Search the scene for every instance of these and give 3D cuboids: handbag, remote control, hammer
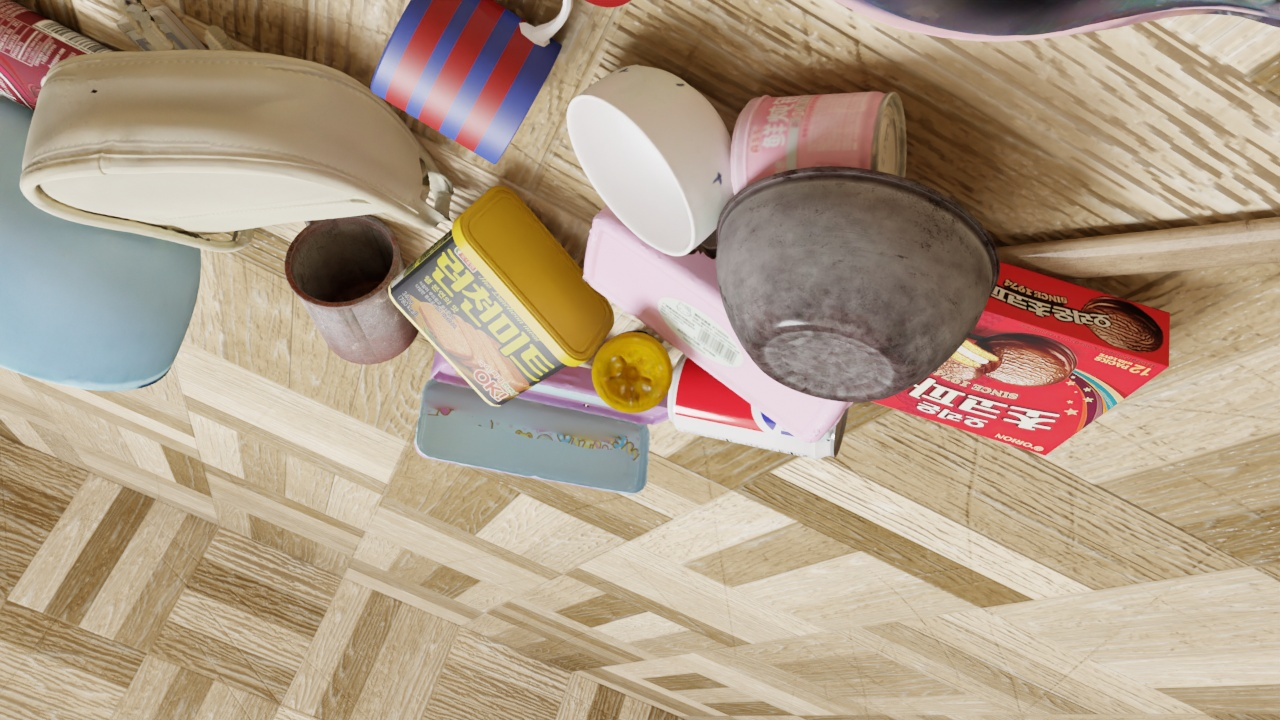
[{"bbox_3d":[-0.265,-0.150,0.620,0.229,0.131,0.184,-1,165,20],"label":"handbag"},{"bbox_3d":[-0.304,-0.191,0.655,0.050,0.011,0.136,3,148,31],"label":"remote control"},{"bbox_3d":[0.201,-0.058,0.541,0.332,0.030,0.119,-4,145,35],"label":"hammer"}]

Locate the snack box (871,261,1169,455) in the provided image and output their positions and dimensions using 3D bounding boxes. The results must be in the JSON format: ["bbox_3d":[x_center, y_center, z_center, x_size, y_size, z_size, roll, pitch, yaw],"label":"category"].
[{"bbox_3d":[0.209,-0.004,0.562,0.152,0.035,0.133,17,152,2],"label":"snack box"}]

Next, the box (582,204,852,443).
[{"bbox_3d":[0.048,-0.013,0.619,0.201,0.058,0.156,37,160,14],"label":"box"}]

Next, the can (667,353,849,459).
[{"bbox_3d":[0.093,0.033,0.724,0.132,0.070,0.070,10,151,20],"label":"can"}]

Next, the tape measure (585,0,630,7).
[{"bbox_3d":[-0.017,-0.195,0.435,0.051,0.019,0.059,38,148,-30],"label":"tape measure"}]

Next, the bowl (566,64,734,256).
[{"bbox_3d":[0.012,-0.114,0.505,0.105,0.054,0.105,46,165,15],"label":"bowl"}]

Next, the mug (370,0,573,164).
[{"bbox_3d":[-0.084,-0.170,0.486,0.076,0.074,0.112,29,127,-16],"label":"mug"}]

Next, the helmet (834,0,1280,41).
[{"bbox_3d":[0.119,-0.195,0.195,0.230,0.152,0.256,22,155,-9],"label":"helmet"}]

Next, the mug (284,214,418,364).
[{"bbox_3d":[-0.246,-0.068,0.774,0.123,0.096,0.110,51,158,21],"label":"mug"}]

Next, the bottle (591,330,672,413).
[{"bbox_3d":[-0.004,0.004,0.681,0.053,0.053,0.186,21,-177,0],"label":"bottle"}]

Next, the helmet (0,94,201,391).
[{"bbox_3d":[-0.448,-0.099,0.702,0.265,0.167,0.225,48,-162,24],"label":"helmet"}]

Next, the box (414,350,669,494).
[{"bbox_3d":[-0.079,0.055,0.788,0.214,0.092,0.090,13,163,-20],"label":"box"}]

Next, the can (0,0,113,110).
[{"bbox_3d":[-0.423,-0.209,0.648,0.114,0.063,0.063,26,153,-10],"label":"can"}]

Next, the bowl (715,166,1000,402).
[{"bbox_3d":[0.102,-0.025,0.467,0.145,0.067,0.145,15,155,7],"label":"bowl"}]

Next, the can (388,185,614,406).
[{"bbox_3d":[-0.102,-0.042,0.665,0.101,0.072,0.131,-29,108,38],"label":"can"}]

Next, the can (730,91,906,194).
[{"bbox_3d":[0.093,-0.104,0.476,0.076,0.067,0.067,5,149,27],"label":"can"}]
